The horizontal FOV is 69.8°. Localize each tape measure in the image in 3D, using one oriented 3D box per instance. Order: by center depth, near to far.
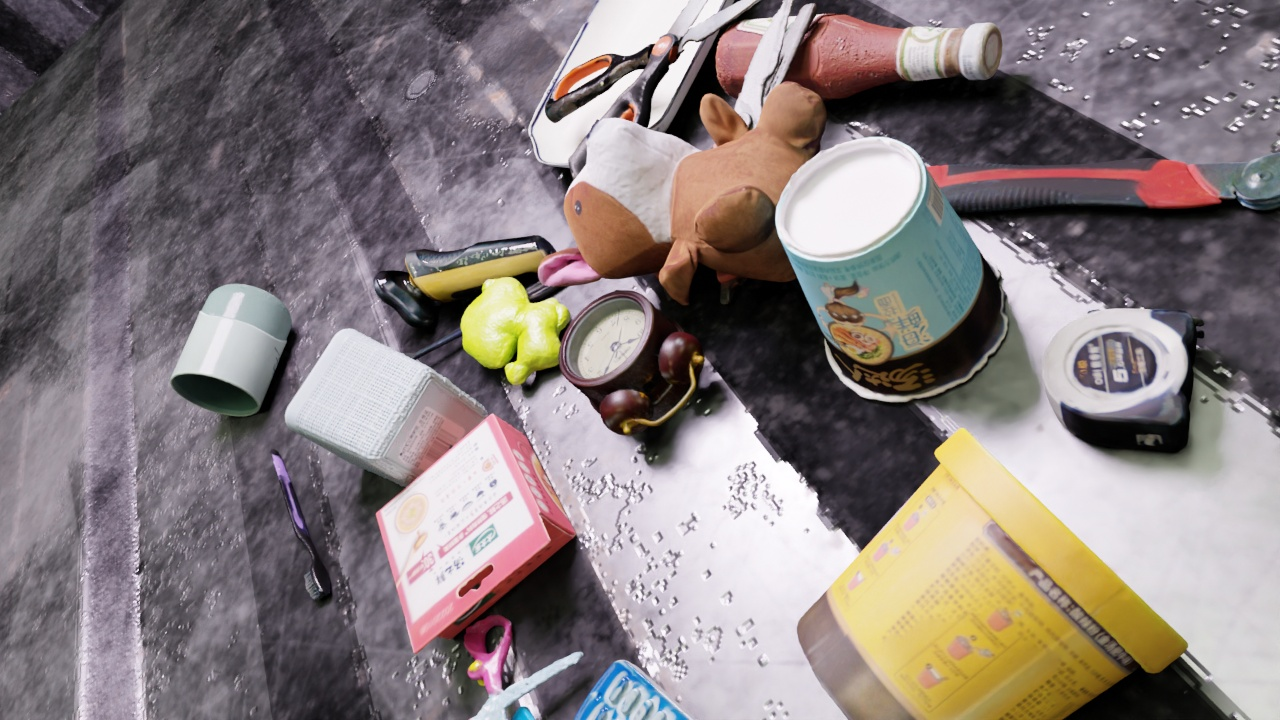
[{"bbox_3d":[0.232,0.008,0.446,0.066,0.033,0.065,5,62,36],"label":"tape measure"}]

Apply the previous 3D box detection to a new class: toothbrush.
[{"bbox_3d":[-0.130,-0.030,0.751,0.181,0.018,0.015,-28,53,15],"label":"toothbrush"},{"bbox_3d":[-0.283,0.130,0.751,0.017,0.014,0.189,-54,44,10],"label":"toothbrush"}]

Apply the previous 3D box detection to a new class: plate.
[{"bbox_3d":[0.003,-0.267,0.804,0.162,0.034,0.265,8,66,40],"label":"plate"}]

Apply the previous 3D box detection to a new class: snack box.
[{"bbox_3d":[-0.109,0.117,0.610,0.113,0.044,0.127,-40,44,5],"label":"snack box"}]

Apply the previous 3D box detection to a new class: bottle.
[{"bbox_3d":[0.146,-0.213,0.643,0.206,0.060,0.059,14,69,42],"label":"bottle"}]

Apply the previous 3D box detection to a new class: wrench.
[{"bbox_3d":[0.262,-0.093,0.507,0.274,0.016,0.056,12,68,40],"label":"wrench"}]

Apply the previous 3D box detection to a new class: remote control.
[{"bbox_3d":[0.019,0.207,0.467,0.125,0.024,0.049,30,80,40],"label":"remote control"}]

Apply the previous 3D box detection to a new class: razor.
[{"bbox_3d":[-0.143,-0.070,0.767,0.168,0.062,0.067,-10,85,24],"label":"razor"}]

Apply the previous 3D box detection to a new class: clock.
[{"bbox_3d":[-0.004,0.004,0.604,0.082,0.055,0.122,-45,42,1],"label":"clock"}]

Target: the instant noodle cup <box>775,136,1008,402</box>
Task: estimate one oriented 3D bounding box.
[{"bbox_3d":[0.130,-0.053,0.500,0.111,0.120,0.111,-19,51,25],"label":"instant noodle cup"}]

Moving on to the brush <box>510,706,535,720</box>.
[{"bbox_3d":[-0.150,0.297,0.525,0.254,0.046,0.083,-44,41,-3],"label":"brush"}]

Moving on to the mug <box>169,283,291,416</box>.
[{"bbox_3d":[-0.393,-0.006,0.887,0.112,0.082,0.106,-41,34,52],"label":"mug"}]

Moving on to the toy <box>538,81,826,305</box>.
[{"bbox_3d":[0.020,-0.104,0.585,0.200,0.130,0.139,2,52,48],"label":"toy"}]

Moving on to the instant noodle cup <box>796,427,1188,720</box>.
[{"bbox_3d":[0.139,0.110,0.390,0.114,0.118,0.118,-46,44,10],"label":"instant noodle cup"}]

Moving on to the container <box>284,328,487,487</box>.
[{"bbox_3d":[-0.187,0.042,0.690,0.112,0.090,0.090,17,72,40],"label":"container"}]

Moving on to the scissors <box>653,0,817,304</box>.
[{"bbox_3d":[0.076,-0.143,0.635,0.205,0.015,0.198,-34,59,27],"label":"scissors"}]

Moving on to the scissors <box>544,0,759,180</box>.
[{"bbox_3d":[0.000,-0.233,0.725,0.228,0.021,0.220,11,74,47],"label":"scissors"}]

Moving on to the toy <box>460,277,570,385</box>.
[{"bbox_3d":[-0.101,-0.024,0.705,0.100,0.031,0.096,-6,62,25],"label":"toy"}]

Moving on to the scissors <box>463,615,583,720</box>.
[{"bbox_3d":[-0.091,0.204,0.538,0.134,0.017,0.133,-35,32,-4],"label":"scissors"}]
